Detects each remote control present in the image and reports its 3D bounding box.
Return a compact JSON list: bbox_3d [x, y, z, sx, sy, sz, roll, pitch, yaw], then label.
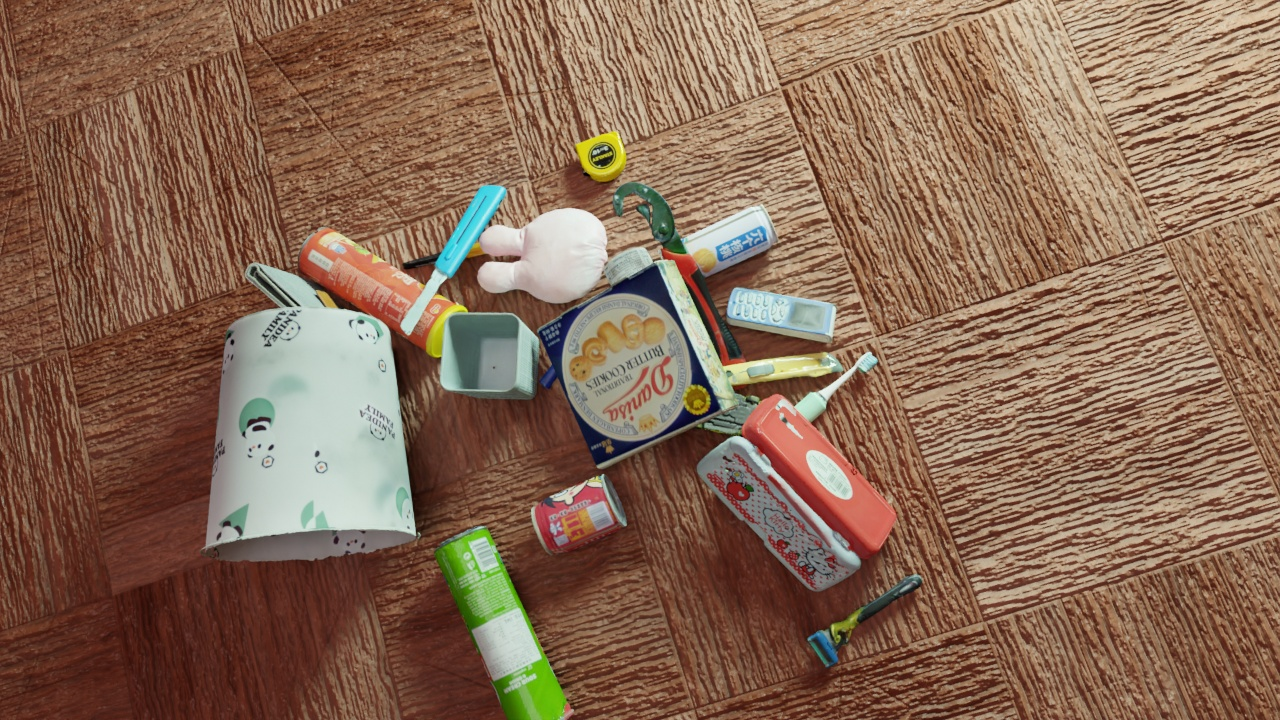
[{"bbox_3d":[0.164,-0.052,1.069,0.125,0.024,0.048,11,56,10],"label":"remote control"}]

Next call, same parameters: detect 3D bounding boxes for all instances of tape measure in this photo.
[{"bbox_3d":[-0.046,-0.251,1.140,0.060,0.029,0.057,-20,77,5],"label":"tape measure"}]

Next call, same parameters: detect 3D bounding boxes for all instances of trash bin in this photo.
[{"bbox_3d":[-0.375,0.088,1.045,0.230,0.229,0.251,-10,73,7],"label":"trash bin"}]

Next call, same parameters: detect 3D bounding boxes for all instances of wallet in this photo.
[{"bbox_3d":[-0.401,-0.073,1.114,0.106,0.129,0.037,39,92,12],"label":"wallet"}]

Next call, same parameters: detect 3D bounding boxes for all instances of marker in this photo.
[{"bbox_3d":[-0.074,-0.028,1.113,0.017,0.017,0.145,36,88,13],"label":"marker"},{"bbox_3d":[-0.241,-0.131,1.156,0.124,0.018,0.015,-12,74,8],"label":"marker"}]

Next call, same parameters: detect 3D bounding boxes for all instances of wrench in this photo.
[{"bbox_3d":[0.054,-0.086,1.057,0.056,0.016,0.273,-31,99,2],"label":"wrench"}]

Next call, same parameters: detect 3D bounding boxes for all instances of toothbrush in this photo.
[{"bbox_3d":[0.181,0.067,1.051,0.224,0.026,0.027,-42,55,0],"label":"toothbrush"}]

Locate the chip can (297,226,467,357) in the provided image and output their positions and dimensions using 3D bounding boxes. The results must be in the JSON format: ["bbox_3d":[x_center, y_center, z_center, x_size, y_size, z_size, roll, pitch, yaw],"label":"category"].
[{"bbox_3d":[-0.320,-0.085,1.134,0.216,0.073,0.073,30,86,12],"label":"chip can"}]

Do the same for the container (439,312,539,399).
[{"bbox_3d":[-0.170,0.000,1.075,0.090,0.111,0.090,1,80,10],"label":"container"}]

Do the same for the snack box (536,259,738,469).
[{"bbox_3d":[-0.006,0.006,1.037,0.178,0.045,0.182,-27,84,29],"label":"snack box"}]

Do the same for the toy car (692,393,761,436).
[{"bbox_3d":[0.097,0.062,1.061,0.105,0.032,0.048,9,75,10],"label":"toy car"}]

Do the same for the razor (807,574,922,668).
[{"bbox_3d":[0.248,0.278,1.007,0.142,0.022,0.042,-36,104,-1],"label":"razor"}]

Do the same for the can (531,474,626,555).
[{"bbox_3d":[-0.071,0.178,1.052,0.094,0.066,0.066,-24,78,4],"label":"can"}]

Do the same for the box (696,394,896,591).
[{"bbox_3d":[0.171,0.149,1.018,0.201,0.100,0.109,46,49,0],"label":"box"}]

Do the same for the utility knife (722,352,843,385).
[{"bbox_3d":[0.133,0.016,1.060,0.201,0.021,0.031,-10,62,1],"label":"utility knife"}]

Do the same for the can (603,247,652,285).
[{"bbox_3d":[0.013,-0.059,1.083,0.058,0.058,0.146,-28,77,3],"label":"can"}]

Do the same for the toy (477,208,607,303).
[{"bbox_3d":[-0.119,-0.128,1.117,0.159,0.054,0.121,0,74,7],"label":"toy"}]

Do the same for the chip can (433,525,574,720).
[{"bbox_3d":[-0.157,0.308,1.041,0.072,0.072,0.236,-28,77,3],"label":"chip can"}]

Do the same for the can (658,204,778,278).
[{"bbox_3d":[0.092,-0.134,1.085,0.134,0.053,0.053,-24,78,4],"label":"can"}]

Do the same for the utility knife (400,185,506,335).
[{"bbox_3d":[-0.228,-0.125,1.113,0.034,0.018,0.233,19,63,12],"label":"utility knife"}]
